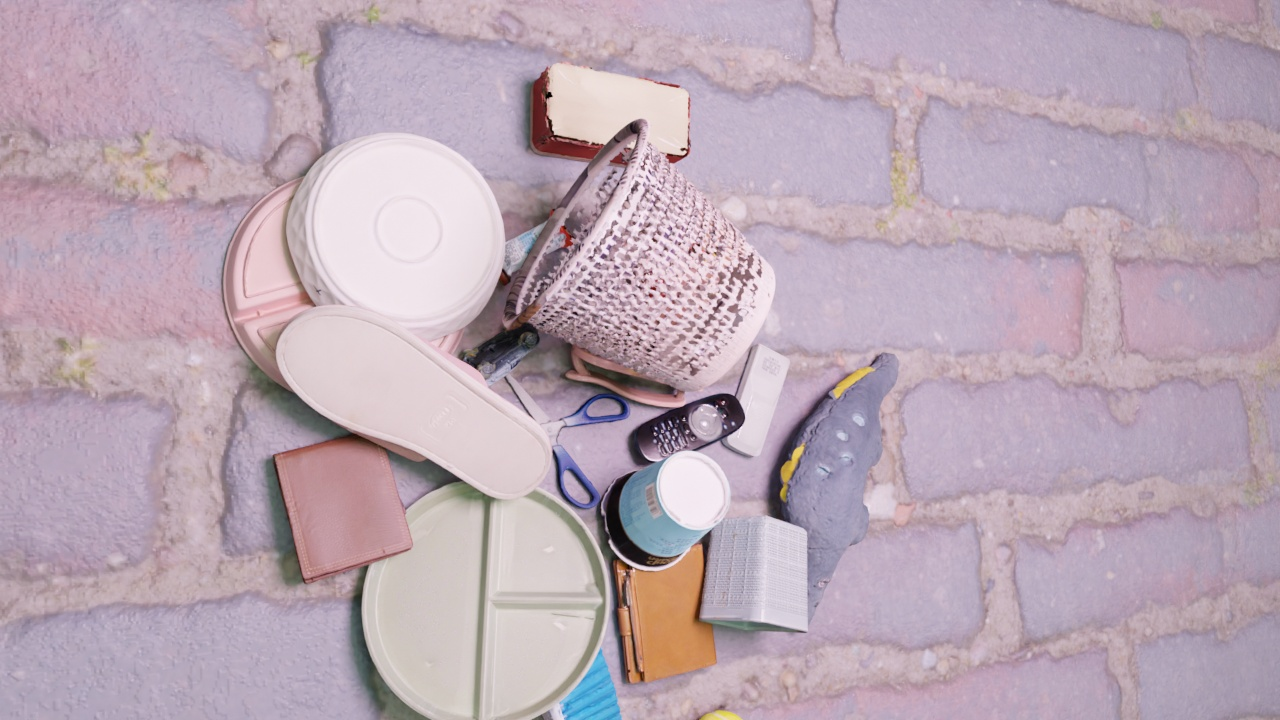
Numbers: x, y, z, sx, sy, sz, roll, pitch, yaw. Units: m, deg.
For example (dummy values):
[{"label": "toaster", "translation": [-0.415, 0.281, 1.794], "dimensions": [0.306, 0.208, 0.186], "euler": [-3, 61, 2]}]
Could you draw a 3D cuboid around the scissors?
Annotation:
[{"label": "scissors", "translation": [-0.082, 0.076, 0.957], "dimensions": [0.162, 0.012, 0.176], "euler": [-30, 96, -24]}]

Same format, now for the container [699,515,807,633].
[{"label": "container", "translation": [0.125, 0.228, 0.982], "dimensions": [0.090, 0.090, 0.111], "euler": [24, 64, -40]}]

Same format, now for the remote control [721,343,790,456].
[{"label": "remote control", "translation": [0.134, 0.047, 1.054], "dimensions": [0.049, 0.024, 0.124], "euler": [25, 74, -21]}]

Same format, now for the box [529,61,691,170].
[{"label": "box", "translation": [-0.028, -0.262, 0.980], "dimensions": [0.168, 0.077, 0.091], "euler": [3, 84, -25]}]

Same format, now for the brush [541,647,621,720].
[{"label": "brush", "translation": [-0.065, 0.383, 0.913], "dimensions": [0.109, 0.061, 0.314], "euler": [-22, 99, -24]}]

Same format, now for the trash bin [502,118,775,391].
[{"label": "trash bin", "translation": [0.010, -0.079, 0.864], "dimensions": [0.192, 0.228, 0.227], "euler": [33, 72, -18]}]

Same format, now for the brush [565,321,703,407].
[{"label": "brush", "translation": [-0.006, 0.006, 0.975], "dimensions": [0.145, 0.063, 0.073], "euler": [13, 109, -22]}]

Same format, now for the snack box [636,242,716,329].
[{"label": "snack box", "translation": [0.043, -0.080, 0.998], "dimensions": [0.080, 0.082, 0.091], "euler": [-14, 90, -12]}]

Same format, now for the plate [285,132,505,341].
[{"label": "plate", "translation": [-0.221, -0.119, 0.862], "dimensions": [0.204, 0.046, 0.204], "euler": [3, 83, -25]}]

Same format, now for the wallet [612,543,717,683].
[{"label": "wallet", "translation": [0.027, 0.268, 0.977], "dimensions": [0.107, 0.031, 0.131], "euler": [-6, 86, -28]}]

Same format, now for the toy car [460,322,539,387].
[{"label": "toy car", "translation": [-0.140, -0.006, 0.922], "dimensions": [0.090, 0.043, 0.034], "euler": [-39, 128, -21]}]

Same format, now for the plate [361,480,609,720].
[{"label": "plate", "translation": [-0.143, 0.225, 0.865], "dimensions": [0.230, 0.027, 0.229], "euler": [2, 70, -7]}]

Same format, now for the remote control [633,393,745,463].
[{"label": "remote control", "translation": [0.053, 0.076, 1.010], "dimensions": [0.136, 0.024, 0.053], "euler": [-20, 75, -24]}]

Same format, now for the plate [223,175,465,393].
[{"label": "plate", "translation": [-0.272, -0.071, 0.874], "dimensions": [0.229, 0.028, 0.229], "euler": [3, 83, -25]}]

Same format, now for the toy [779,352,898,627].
[{"label": "toy", "translation": [0.223, 0.133, 1.059], "dimensions": [0.138, 0.091, 0.355], "euler": [36, 70, -47]}]

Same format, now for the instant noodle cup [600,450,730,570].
[{"label": "instant noodle cup", "translation": [0.032, 0.146, 0.928], "dimensions": [0.111, 0.121, 0.111], "euler": [10, 63, -20]}]

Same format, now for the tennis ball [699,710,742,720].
[{"label": "tennis ball", "translation": [0.086, 0.405, 0.972], "dimensions": [0.065, 0.066, 0.065], "euler": [3, 83, -25]}]

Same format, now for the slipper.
[{"label": "slipper", "translation": [-0.203, 0.038, 0.848], "dimensions": [0.274, 0.054, 0.114], "euler": [31, 97, -18]}]

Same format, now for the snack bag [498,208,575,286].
[{"label": "snack bag", "translation": [-0.115, -0.119, 0.953], "dimensions": [0.104, 0.026, 0.048], "euler": [-36, 93, -23]}]

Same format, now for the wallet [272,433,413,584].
[{"label": "wallet", "translation": [-0.272, 0.131, 0.842], "dimensions": [0.101, 0.032, 0.124], "euler": [-14, 78, -25]}]
